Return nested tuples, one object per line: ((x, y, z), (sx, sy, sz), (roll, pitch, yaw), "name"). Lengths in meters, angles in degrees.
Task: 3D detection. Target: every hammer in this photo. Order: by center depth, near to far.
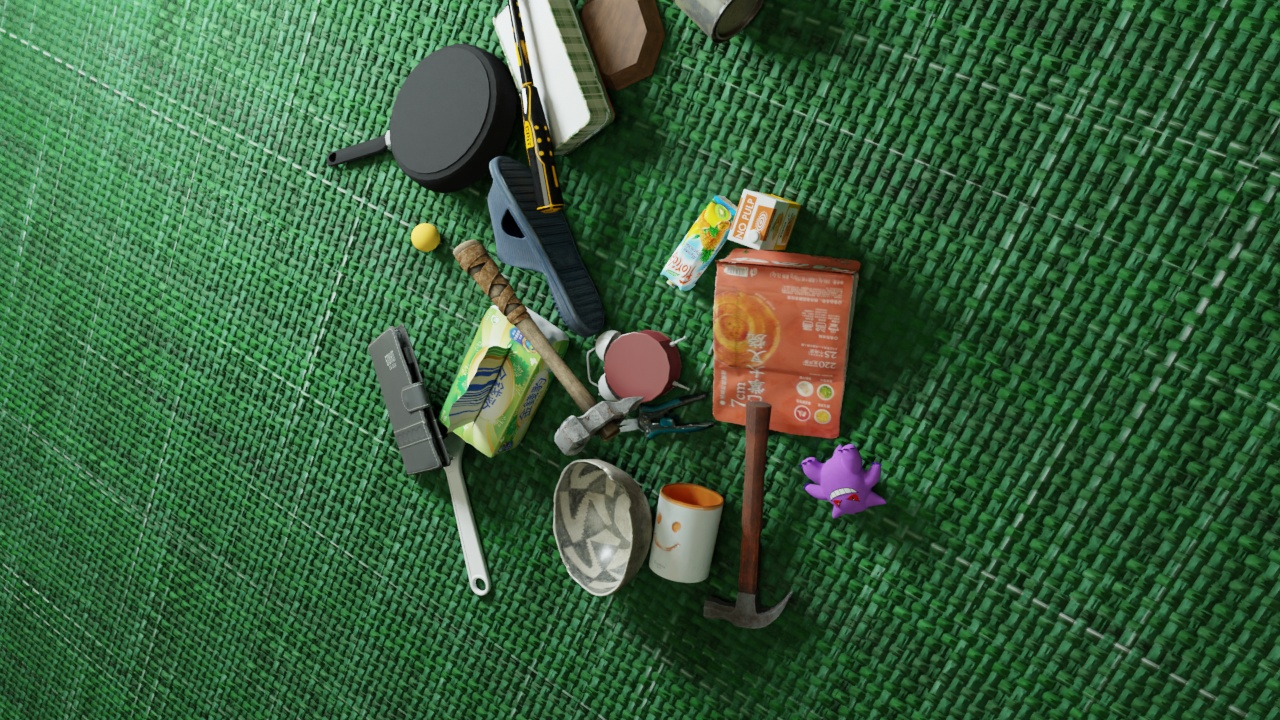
((0.142, 0.198, 1.160), (0.111, 0.028, 0.301), (7, 105, 22), "hammer")
((-0.130, -0.028, 1.163), (0.318, 0.121, 0.049), (51, 147, 10), "hammer")
((-0.140, -0.348, 1.163), (0.123, 0.036, 0.320), (-5, 98, 45), "hammer")

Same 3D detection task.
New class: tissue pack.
((-0.200, 0.029, 1.237), (0.120, 0.141, 0.198), (27, 106, 18), "tissue pack")

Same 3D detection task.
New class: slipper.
((-0.138, -0.142, 1.220), (0.083, 0.101, 0.263), (-27, 92, 31), "slipper")

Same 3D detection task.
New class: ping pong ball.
((-0.307, -0.176, 1.313), (0.040, 0.040, 0.040), (3, 98, 23), "ping pong ball")

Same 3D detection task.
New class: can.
((0.094, -0.432, 1.078), (0.074, 0.089, 0.090), (49, 112, 11), "can")

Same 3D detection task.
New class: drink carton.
((0.145, -0.163, 1.072), (0.040, 0.122, 0.059), (23, 105, 19), "drink carton")
((0.077, -0.145, 1.150), (0.044, 0.038, 0.129), (41, 111, 14), "drink carton")

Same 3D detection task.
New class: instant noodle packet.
((0.171, -0.015, 1.115), (0.164, 0.083, 0.221), (8, 108, 18), "instant noodle packet")

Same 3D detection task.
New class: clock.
((-0.007, 0.007, 1.201), (0.138, 0.048, 0.096), (-2, 96, 24), "clock")

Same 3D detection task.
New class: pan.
((-0.325, -0.322, 1.281), (0.356, 0.044, 0.204), (-7, 77, 30), "pan")

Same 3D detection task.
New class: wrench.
((-0.264, 0.216, 1.358), (0.066, 0.018, 0.273), (-12, 93, 24), "wrench")

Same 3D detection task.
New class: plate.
((-0.033, -0.414, 1.171), (0.131, 0.025, 0.131), (3, 98, 23), "plate")

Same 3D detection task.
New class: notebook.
((-0.337, 0.061, 1.321), (0.170, 0.029, 0.209), (-19, 91, 59), "notebook")

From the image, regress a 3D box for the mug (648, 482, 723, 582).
((0.058, 0.221, 1.183), (0.082, 0.082, 0.105), (14, 103, 21), "mug")

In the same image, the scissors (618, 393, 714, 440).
((0.032, 0.081, 1.210), (0.144, 0.019, 0.126), (32, 109, 19), "scissors")

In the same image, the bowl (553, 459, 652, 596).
((-0.038, 0.215, 1.215), (0.179, 0.081, 0.178), (2, 93, 51), "bowl")

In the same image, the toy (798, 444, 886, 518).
((0.248, 0.146, 1.106), (0.106, 0.055, 0.088), (-25, 90, 34), "toy")

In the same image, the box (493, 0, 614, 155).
((-0.113, -0.378, 1.183), (0.118, 0.050, 0.205), (-25, 84, 48), "box")
